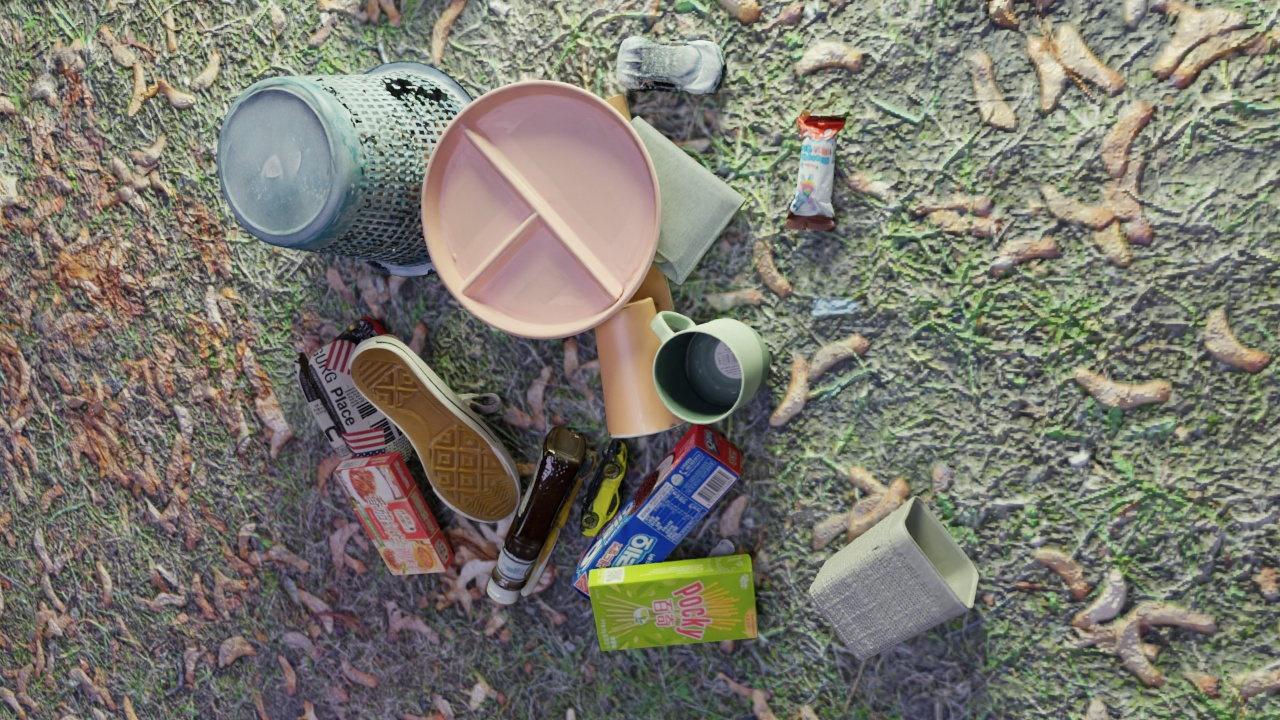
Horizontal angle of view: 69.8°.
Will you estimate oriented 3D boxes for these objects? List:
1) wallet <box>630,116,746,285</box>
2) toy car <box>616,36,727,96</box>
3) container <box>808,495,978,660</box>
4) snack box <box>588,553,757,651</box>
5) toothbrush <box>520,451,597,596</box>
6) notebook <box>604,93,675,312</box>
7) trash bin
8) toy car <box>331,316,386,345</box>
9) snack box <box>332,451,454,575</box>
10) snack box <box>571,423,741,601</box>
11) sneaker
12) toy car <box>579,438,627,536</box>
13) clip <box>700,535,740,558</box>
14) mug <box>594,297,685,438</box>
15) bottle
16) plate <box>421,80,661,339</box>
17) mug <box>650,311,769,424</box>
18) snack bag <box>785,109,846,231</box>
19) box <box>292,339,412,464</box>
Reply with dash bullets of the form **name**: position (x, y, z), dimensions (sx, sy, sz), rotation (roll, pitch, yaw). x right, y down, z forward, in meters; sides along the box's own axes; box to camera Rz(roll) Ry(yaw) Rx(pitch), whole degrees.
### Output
- **wallet**: position (0.015, -0.146, 0.853), dimensions (0.130, 0.037, 0.107), rotation (39, 101, 5)
- **toy car**: position (0.027, -0.271, 0.843), dimensions (0.106, 0.031, 0.049), rotation (10, 103, 20)
- **container**: position (0.220, 0.195, 0.810), dimensions (0.114, 0.090, 0.090), rotation (-40, 82, 26)
- **snack box**: position (0.033, 0.235, 0.887), dimensions (0.156, 0.026, 0.086), rotation (-6, 117, 3)
- **toothbrush**: position (-0.089, 0.176, 0.970), dimensions (0.016, 0.018, 0.192), rotation (30, 108, 9)
- **notebook**: position (-0.057, -0.138, 0.911), dimensions (0.150, 0.012, 0.211), rotation (-11, 94, 25)
- **trash bin**: position (-0.285, -0.189, 0.895), dimensions (0.227, 0.194, 0.226), rotation (4, 100, 21)
- **toy car**: position (-0.325, -0.008, 1.028), dimensions (0.106, 0.031, 0.049), rotation (-34, 99, 27)
- **snack box**: position (-0.269, 0.171, 1.009), dimensions (0.075, 0.025, 0.153), rotation (-8, 119, 22)
- **snack box**: position (0.013, 0.157, 0.897), dimensions (0.057, 0.058, 0.208), rotation (35, 111, -9)
- **sneaker**: position (-0.207, 0.064, 0.965), dimensions (0.118, 0.087, 0.241), rotation (-33, 109, 12)
- **toy car**: position (-0.034, 0.130, 0.927), dimensions (0.032, 0.048, 0.105), rotation (18, 107, -10)
- **clip**: position (0.076, 0.195, 0.908), dimensions (0.025, 0.035, 0.058), rotation (43, 116, 13)
- **mug**: position (-0.005, 0.005, 0.873), dimensions (0.078, 0.078, 0.123), rotation (-10, 97, 23)
- **bottle**: position (-0.110, 0.165, 0.945), dimensions (0.044, 0.079, 0.195), rotation (22, 109, -6)
- **plate**: position (-0.090, -0.134, 0.832), dimensions (0.230, 0.028, 0.229), rotation (2, 99, 15)
- **mug**: position (0.058, -0.003, 0.832), dimensions (0.112, 0.106, 0.082), rotation (45, 113, 9)
- **snack bag**: position (0.155, -0.167, 0.810), dimensions (0.045, 0.026, 0.105), rotation (8, 104, 18)
- **box**: position (-0.316, 0.055, 1.016), dimensions (0.087, 0.076, 0.162), rotation (-23, 106, -4)
